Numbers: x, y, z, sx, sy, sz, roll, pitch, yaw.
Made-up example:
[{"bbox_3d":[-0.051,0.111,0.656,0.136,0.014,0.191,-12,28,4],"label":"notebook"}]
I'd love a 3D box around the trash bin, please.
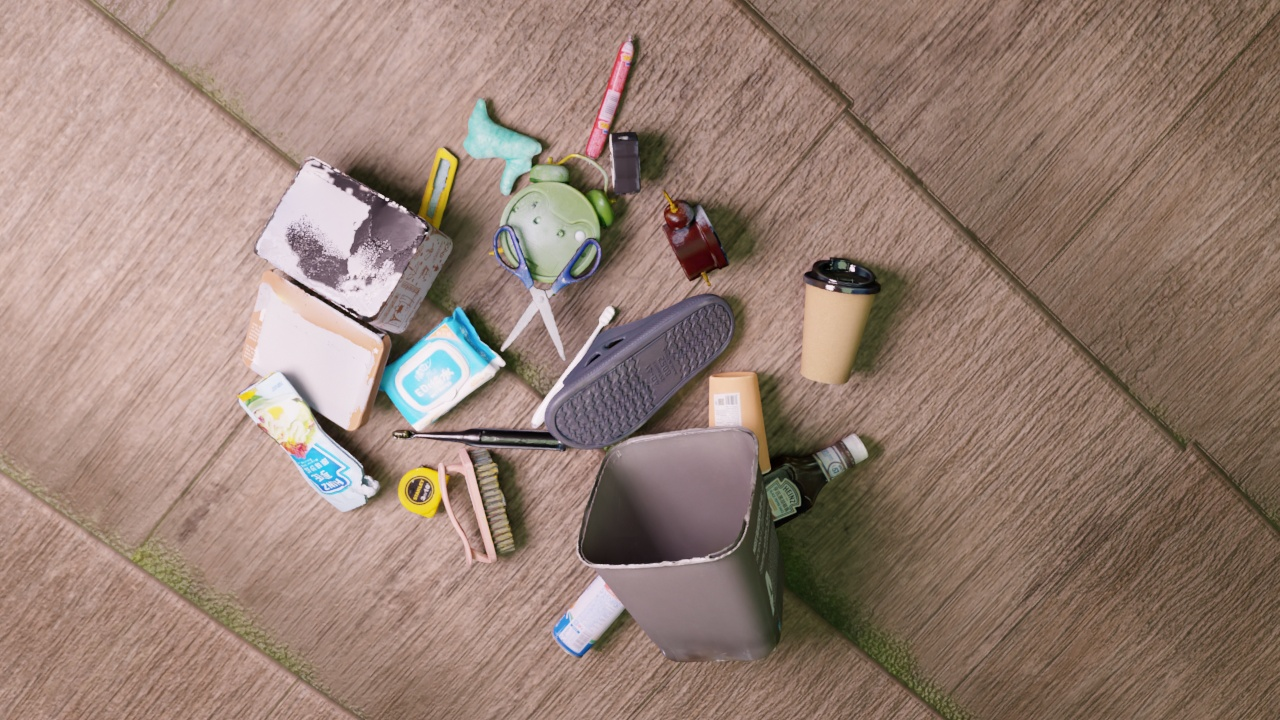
[{"bbox_3d":[0.067,0.223,1.066,0.199,0.198,0.220,-9,127,22],"label":"trash bin"}]

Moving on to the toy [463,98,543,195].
[{"bbox_3d":[-0.162,-0.246,1.072,0.092,0.030,0.096,18,104,-6],"label":"toy"}]

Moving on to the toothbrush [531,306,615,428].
[{"bbox_3d":[-0.084,0.010,1.132,0.016,0.016,0.180,34,96,-5],"label":"toothbrush"}]

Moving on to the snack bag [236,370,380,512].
[{"bbox_3d":[-0.389,0.100,1.078,0.111,0.038,0.191,-24,110,32],"label":"snack bag"}]

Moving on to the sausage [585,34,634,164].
[{"bbox_3d":[-0.035,-0.305,1.077,0.020,0.020,0.156,19,98,-9],"label":"sausage"}]

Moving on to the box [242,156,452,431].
[{"bbox_3d":[-0.344,-0.070,1.030,0.178,0.106,0.272,30,102,12],"label":"box"}]

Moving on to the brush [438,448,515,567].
[{"bbox_3d":[-0.201,0.184,1.129,0.073,0.063,0.146,-15,107,-16],"label":"brush"}]

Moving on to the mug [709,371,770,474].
[{"bbox_3d":[0.118,0.078,1.137,0.078,0.078,0.123,-6,96,-5],"label":"mug"}]

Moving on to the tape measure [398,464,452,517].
[{"bbox_3d":[-0.270,0.161,1.136,0.057,0.029,0.060,21,81,-5],"label":"tape measure"}]

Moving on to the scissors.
[{"bbox_3d":[-0.112,-0.084,1.057,0.162,0.012,0.176,-31,103,1],"label":"scissors"}]

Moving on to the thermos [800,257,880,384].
[{"bbox_3d":[0.237,-0.048,1.121,0.093,0.093,0.143,4,109,-6],"label":"thermos"}]

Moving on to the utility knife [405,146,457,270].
[{"bbox_3d":[-0.249,-0.175,1.082,0.033,0.015,0.154,17,98,-11],"label":"utility knife"}]

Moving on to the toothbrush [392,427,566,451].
[{"bbox_3d":[-0.198,0.095,1.132,0.212,0.027,0.026,3,79,-6],"label":"toothbrush"}]

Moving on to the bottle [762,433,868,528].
[{"bbox_3d":[0.198,0.156,1.173,0.195,0.044,0.080,-29,108,-1],"label":"bottle"}]

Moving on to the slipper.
[{"bbox_3d":[-0.007,0.006,1.113,0.267,0.083,0.111,-36,126,-14],"label":"slipper"}]

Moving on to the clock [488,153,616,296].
[{"bbox_3d":[-0.097,-0.166,1.079,0.116,0.056,0.161,32,96,-11],"label":"clock"}]

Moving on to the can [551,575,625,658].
[{"bbox_3d":[-0.051,0.313,1.173,0.053,0.053,0.134,40,94,-11],"label":"can"}]

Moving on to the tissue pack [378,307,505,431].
[{"bbox_3d":[-0.241,0.013,1.094,0.140,0.063,0.090,-38,100,2],"label":"tissue pack"}]

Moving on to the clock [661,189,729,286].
[{"bbox_3d":[0.059,-0.149,1.084,0.055,0.082,0.122,-27,104,6],"label":"clock"}]

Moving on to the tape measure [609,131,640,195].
[{"bbox_3d":[-0.019,-0.232,1.069,0.033,0.066,0.066,-4,119,-4],"label":"tape measure"}]
